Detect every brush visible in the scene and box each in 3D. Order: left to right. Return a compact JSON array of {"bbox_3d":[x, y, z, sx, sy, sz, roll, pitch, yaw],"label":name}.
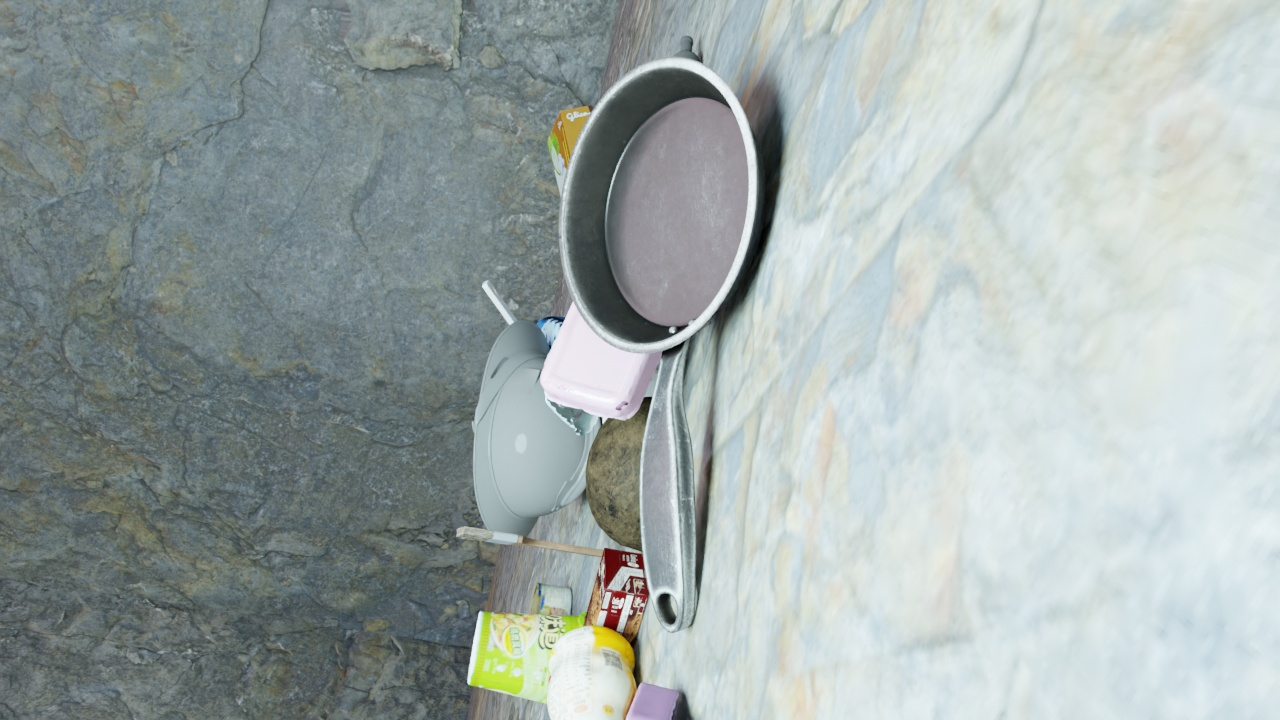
[{"bbox_3d":[-0.083,0.156,0.778,0.045,0.143,0.008,147,133,-66],"label":"brush"}]

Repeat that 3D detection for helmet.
[{"bbox_3d":[-0.100,0.085,1.087,0.183,0.118,0.271,25,-113,-62],"label":"helmet"}]

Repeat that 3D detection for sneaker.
[{"bbox_3d":[-0.088,-0.018,1.179,0.241,0.098,0.083,-166,88,-81],"label":"sneaker"}]

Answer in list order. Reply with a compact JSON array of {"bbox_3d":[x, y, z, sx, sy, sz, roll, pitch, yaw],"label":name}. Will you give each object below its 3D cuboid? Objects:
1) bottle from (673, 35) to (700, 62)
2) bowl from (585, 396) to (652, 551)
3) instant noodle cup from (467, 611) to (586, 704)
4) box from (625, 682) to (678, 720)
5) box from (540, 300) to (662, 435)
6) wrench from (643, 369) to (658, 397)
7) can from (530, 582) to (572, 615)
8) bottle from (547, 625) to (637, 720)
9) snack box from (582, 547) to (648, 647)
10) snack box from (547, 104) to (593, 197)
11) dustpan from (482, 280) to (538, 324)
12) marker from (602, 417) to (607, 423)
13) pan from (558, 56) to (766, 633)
[{"bbox_3d":[0.043,-0.281,0.899,0.030,0.030,0.112,113,166,-52],"label":"bottle"},{"bbox_3d":[-0.013,0.083,0.710,0.121,0.056,0.121,-170,91,-81],"label":"bowl"},{"bbox_3d":[-0.113,0.294,0.917,0.099,0.108,0.099,-171,91,-81],"label":"instant noodle cup"},{"bbox_3d":[-0.006,0.289,0.466,0.150,0.049,0.214,-159,81,-78],"label":"box"},{"bbox_3d":[-0.003,-0.040,0.703,0.103,0.087,0.201,65,-137,-63],"label":"box"},{"bbox_3d":[-0.005,0.005,0.896,0.272,0.018,0.087,-94,18,-63],"label":"wrench"},{"bbox_3d":[-0.110,0.308,1.084,0.086,0.043,0.086,-170,91,-81],"label":"can"},{"bbox_3d":[-0.033,0.235,0.628,0.108,0.063,0.063,-97,20,-62],"label":"bottle"},{"bbox_3d":[-0.028,0.220,0.712,0.051,0.031,0.141,-99,22,-66],"label":"snack box"},{"bbox_3d":[-0.048,-0.139,0.889,0.101,0.031,0.186,172,85,-77],"label":"snack box"},{"bbox_3d":[-0.146,0.003,1.232,0.258,0.033,0.162,57,-161,-25],"label":"dustpan"},{"bbox_3d":[-0.029,0.092,0.929,0.141,0.020,0.020,-94,17,-59],"label":"marker"},{"bbox_3d":[0.017,-0.016,0.578,0.188,0.055,0.356,-17,76,47],"label":"pan"}]
